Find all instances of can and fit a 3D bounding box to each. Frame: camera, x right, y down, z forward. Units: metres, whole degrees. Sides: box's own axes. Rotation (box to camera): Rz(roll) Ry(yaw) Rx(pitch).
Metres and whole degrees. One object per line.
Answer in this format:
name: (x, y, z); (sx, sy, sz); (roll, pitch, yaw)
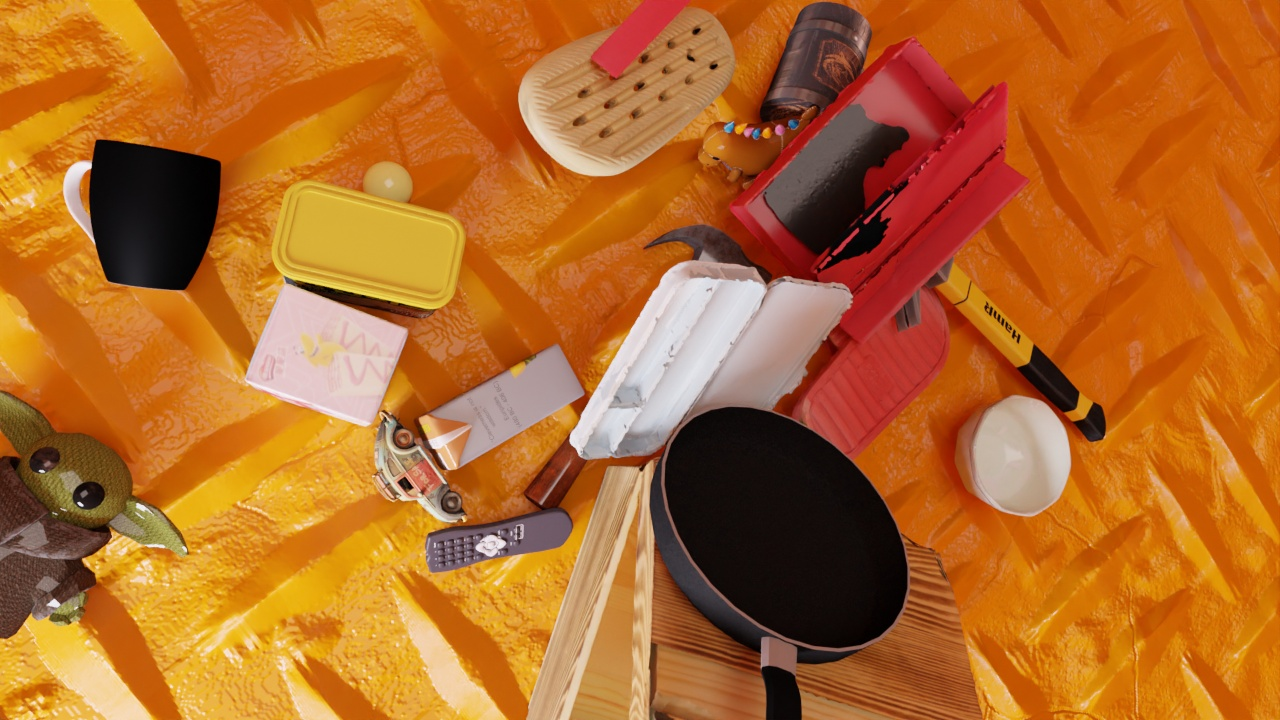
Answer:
can: (-0.211, -0.080, 0.714); (0.130, 0.101, 0.072); (12, 81, -17)

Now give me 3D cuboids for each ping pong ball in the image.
ping pong ball: (-0.207, -0.143, 0.754); (0.040, 0.040, 0.040); (2, 85, -19)

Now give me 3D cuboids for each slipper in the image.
slipper: (-0.013, -0.234, 0.811); (0.260, 0.079, 0.111); (-39, 103, -36)
slipper: (0.214, 0.009, 0.872); (0.103, 0.059, 0.248); (51, 58, -10)

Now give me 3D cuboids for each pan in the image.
pan: (0.089, 0.172, 0.612); (0.204, 0.044, 0.354); (24, 40, -10)

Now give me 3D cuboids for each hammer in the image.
hammer: (0.368, -0.021, 0.925); (0.324, 0.034, 0.169); (39, 55, -17)
hammer: (-0.005, 0.005, 0.816); (0.111, 0.028, 0.300); (39, 75, -13)

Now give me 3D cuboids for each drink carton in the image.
drink carton: (-0.117, 0.039, 0.752); (0.124, 0.076, 0.048); (-30, 95, -23)

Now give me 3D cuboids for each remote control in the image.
remote control: (-0.116, 0.149, 0.762); (0.124, 0.009, 0.046); (-8, 128, -19)

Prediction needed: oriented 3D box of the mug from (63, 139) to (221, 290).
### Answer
mug: (-0.376, -0.107, 0.681); (0.119, 0.084, 0.100); (10, 95, 12)

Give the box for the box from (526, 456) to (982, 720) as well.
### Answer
box: (0.105, 0.212, 0.716); (0.279, 0.264, 0.269); (21, 77, -14)

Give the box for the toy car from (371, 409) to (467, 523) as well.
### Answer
toy car: (-0.186, 0.094, 0.737); (0.047, 0.047, 0.112); (-38, 96, -18)

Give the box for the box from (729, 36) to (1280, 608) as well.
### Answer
box: (0.307, -0.047, 0.769); (0.214, 0.138, 0.467); (-44, 83, 2)

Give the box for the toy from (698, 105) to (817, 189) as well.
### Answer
toy: (0.106, -0.204, 0.831); (0.090, 0.103, 0.070); (1, 65, -47)

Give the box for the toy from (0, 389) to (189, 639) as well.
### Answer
toy: (-0.429, 0.118, 0.637); (0.179, 0.078, 0.152); (43, 73, -8)

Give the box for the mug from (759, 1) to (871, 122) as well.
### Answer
mug: (0.179, -0.264, 0.882); (0.115, 0.080, 0.107); (32, 73, -43)

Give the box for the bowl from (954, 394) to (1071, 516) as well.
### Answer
bowl: (0.360, 0.094, 0.912); (0.117, 0.061, 0.117); (1, 85, -18)

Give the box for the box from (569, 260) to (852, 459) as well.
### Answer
box: (0.056, 0.006, 0.749); (0.189, 0.210, 0.037); (-1, 47, -34)

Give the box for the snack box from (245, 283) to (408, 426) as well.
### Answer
snack box: (-0.239, 0.000, 0.703); (0.094, 0.093, 0.079); (22, 79, -16)
